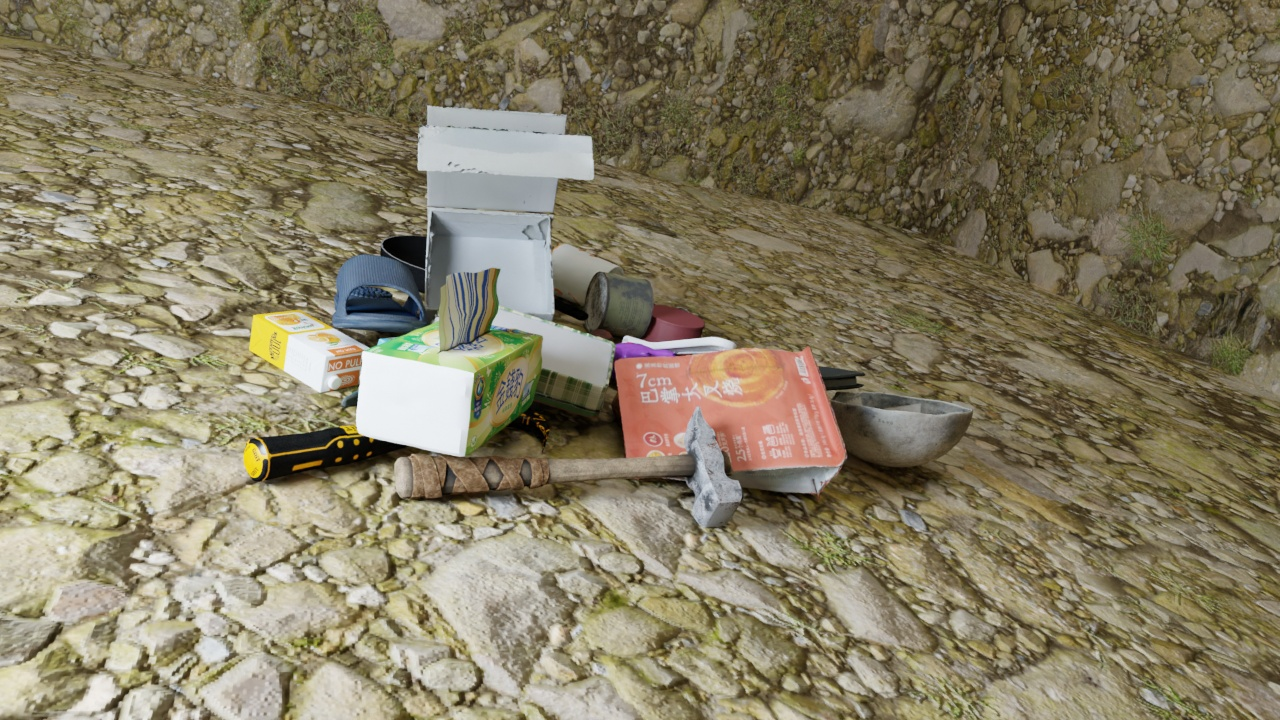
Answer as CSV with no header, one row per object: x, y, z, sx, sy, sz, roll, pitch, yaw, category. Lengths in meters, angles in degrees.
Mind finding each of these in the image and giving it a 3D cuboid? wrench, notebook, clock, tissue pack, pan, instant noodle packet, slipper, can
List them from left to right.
-0.301,-0.080,1.055,0.101,0.082,0.264,7,6,-22,slipper
-0.163,-0.013,0.838,0.120,0.141,0.197,9,13,4,tissue pack
-0.225,-0.111,1.340,0.356,0.044,0.203,25,21,26,pan
-0.031,-0.079,1.328,0.074,0.090,0.090,7,20,-23,can
0.043,-0.049,1.368,0.096,0.048,0.137,8,20,-21,clock
0.047,-0.017,1.160,0.066,0.018,0.274,19,-8,-21,wrench
0.087,0.061,0.979,0.220,0.084,0.164,3,48,-14,instant noodle packet
0.174,0.016,1.235,0.209,0.029,0.169,13,11,42,notebook

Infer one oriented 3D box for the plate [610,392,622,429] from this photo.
0.027,0.071,1.042,0.131,0.025,0.131,14,18,-5,plate

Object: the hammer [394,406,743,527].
-0.060,0.099,0.835,0.318,0.049,0.121,0,46,-23,hammer

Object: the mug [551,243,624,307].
-0.090,-0.128,1.438,0.105,0.082,0.082,24,20,23,mug

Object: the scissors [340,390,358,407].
-0.245,0.034,0.944,0.126,0.019,0.144,1,16,-23,scissors

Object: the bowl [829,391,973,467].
0.310,0.087,1.120,0.178,0.081,0.178,2,5,0,bowl

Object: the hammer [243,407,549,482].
-0.212,0.070,0.850,0.123,0.036,0.319,28,20,31,hammer

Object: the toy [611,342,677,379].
-0.007,0.006,1.156,0.088,0.055,0.106,20,-16,-2,toy

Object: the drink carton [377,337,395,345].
-0.239,-0.008,1.038,0.044,0.039,0.128,32,25,31,drink carton

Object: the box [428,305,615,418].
-0.132,-0.006,1.007,0.205,0.050,0.117,16,29,-6,box

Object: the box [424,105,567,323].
-0.182,-0.286,1.149,0.167,0.513,0.173,1,11,-12,box

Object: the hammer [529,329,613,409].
-0.099,0.002,1.140,0.111,0.028,0.300,19,18,14,hammer

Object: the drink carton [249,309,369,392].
-0.344,-0.010,0.960,0.122,0.040,0.058,25,21,27,drink carton
